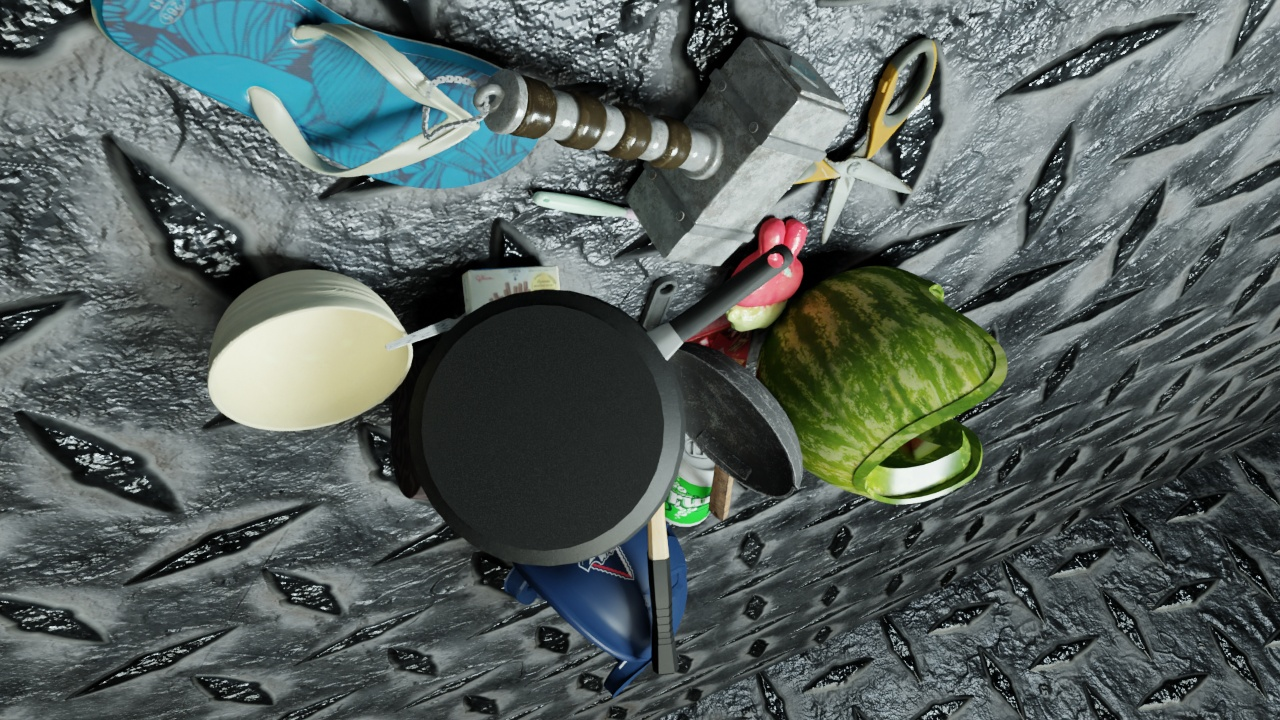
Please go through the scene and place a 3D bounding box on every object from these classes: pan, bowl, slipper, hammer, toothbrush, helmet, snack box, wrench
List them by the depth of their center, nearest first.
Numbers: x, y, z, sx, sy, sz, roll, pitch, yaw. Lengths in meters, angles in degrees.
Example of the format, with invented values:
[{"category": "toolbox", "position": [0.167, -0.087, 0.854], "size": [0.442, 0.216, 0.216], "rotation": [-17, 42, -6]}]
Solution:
[{"category": "slipper", "position": [-0.181, -0.162, 0.575], "size": [0.118, 0.060, 0.294], "rotation": [-39, 147, 27]}, {"category": "hammer", "position": [-0.005, -0.162, 0.654], "size": [0.325, 0.079, 0.177], "rotation": [0, 141, -46]}, {"category": "bowl", "position": [-0.262, -0.018, 0.717], "size": [0.150, 0.075, 0.151], "rotation": [-18, 148, -12]}, {"category": "pan", "position": [-0.024, 0.014, 0.737], "size": [0.356, 0.225, 0.034], "rotation": [-36, 175, 2]}, {"category": "toothbrush", "position": [-0.168, -0.024, 0.748], "size": [0.010, 0.010, 0.181], "rotation": [-36, -178, 16]}, {"category": "toothbrush", "position": [-0.026, -0.128, 0.783], "size": [0.154, 0.015, 0.022], "rotation": [2, 105, -40]}, {"category": "snack box", "position": [-0.105, -0.005, 0.789], "size": [0.081, 0.150, 0.026], "rotation": [-5, 176, -24]}, {"category": "helmet", "position": [0.244, 0.018, 0.984], "size": [0.243, 0.246, 0.213], "rotation": [-19, 141, -3]}, {"category": "wrench", "position": [-0.006, 0.006, 1.004], "size": [0.073, 0.018, 0.274], "rotation": [-10, 145, -26]}, {"category": "pan", "position": [0.097, 0.098, 1.026], "size": [0.040, 0.207, 0.357], "rotation": [-41, 155, -19]}, {"category": "snack box", "position": [0.081, -0.004, 1.047], "size": [0.089, 0.021, 0.133], "rotation": [-20, 149, -12]}, {"category": "hammer", "position": [0.020, 0.210, 1.061], "size": [0.039, 0.131, 0.328], "rotation": [-5, 106, -3]}, {"category": "helmet", "position": [-0.052, 0.290, 1.197], "size": [0.223, 0.232, 0.272], "rotation": [-56, 157, 10]}]

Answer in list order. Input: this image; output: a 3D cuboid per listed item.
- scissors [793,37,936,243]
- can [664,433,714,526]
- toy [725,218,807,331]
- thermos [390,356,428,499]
[{"category": "scissors", "position": [0.183, -0.190, 0.834], "size": [0.229, 0.016, 0.226], "rotation": [-8, 141, -22]}, {"category": "can", "position": [0.068, 0.154, 1.216], "size": [0.087, 0.087, 0.140], "rotation": [-12, 147, -23]}, {"category": "toy", "position": [0.128, -0.085, 0.933], "size": [0.091, 0.045, 0.135], "rotation": [-18, 137, -34]}, {"category": "thermos", "position": [-0.110, 0.065, 0.879], "size": [0.225, 0.172, 0.173], "rotation": [2, 140, -30]}]
